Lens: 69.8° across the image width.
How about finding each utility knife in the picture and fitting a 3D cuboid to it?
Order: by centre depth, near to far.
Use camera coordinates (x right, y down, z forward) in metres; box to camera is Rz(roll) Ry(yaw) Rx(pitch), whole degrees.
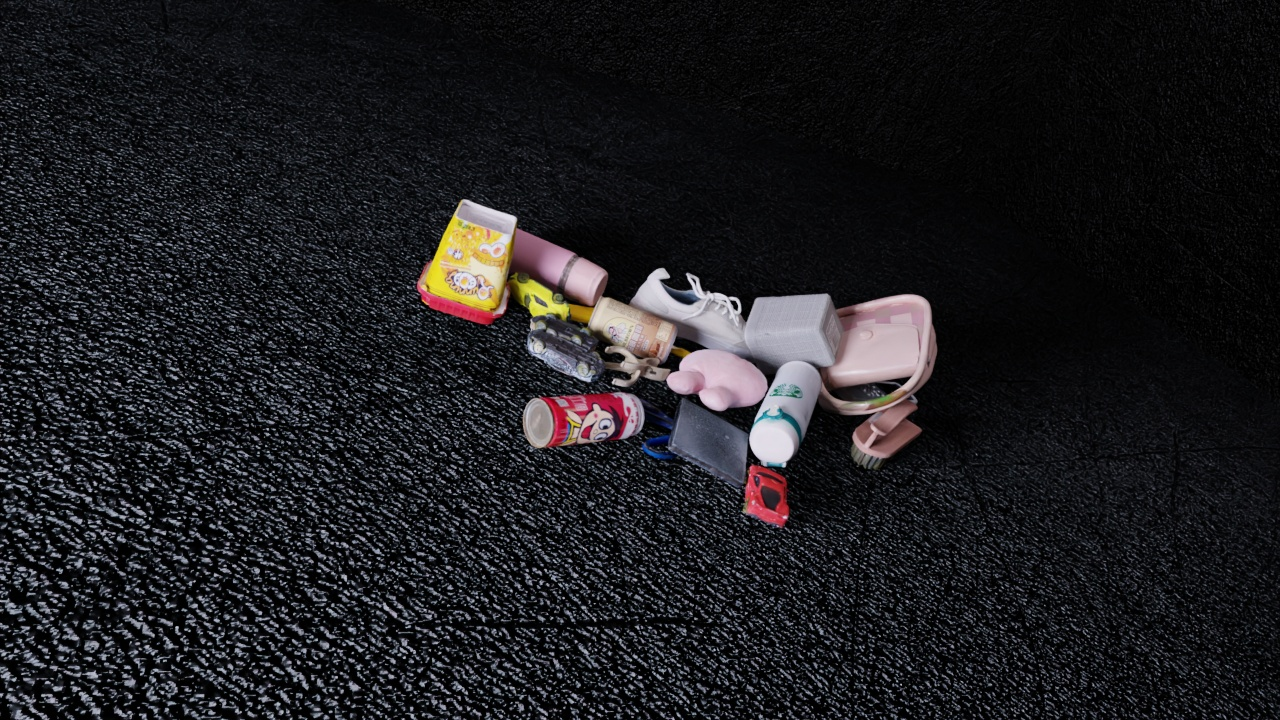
[{"bbox_3d":[-0.052,-0.060,1.307,0.153,0.015,0.033,8,35,-30],"label":"utility knife"}]

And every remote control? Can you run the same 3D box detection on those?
[{"bbox_3d":[0.365,0.051,1.429,0.149,0.021,0.058,3,31,-34],"label":"remote control"}]

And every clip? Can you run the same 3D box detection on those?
[{"bbox_3d":[-0.016,0.001,1.198,0.084,0.035,0.104,34,23,21],"label":"clip"}]

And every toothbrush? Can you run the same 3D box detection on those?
[{"bbox_3d":[0.053,-0.015,1.306,0.191,0.016,0.018,21,14,-4],"label":"toothbrush"}]

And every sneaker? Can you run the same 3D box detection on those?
[{"bbox_3d":[0.101,-0.070,1.355,0.242,0.091,0.089,18,26,-27],"label":"sneaker"}]

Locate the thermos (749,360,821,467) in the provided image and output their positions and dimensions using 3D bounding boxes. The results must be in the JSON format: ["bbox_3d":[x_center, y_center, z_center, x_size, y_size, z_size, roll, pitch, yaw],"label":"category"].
[{"bbox_3d":[0.189,0.065,1.193,0.073,0.073,0.223,27,25,8],"label":"thermos"}]

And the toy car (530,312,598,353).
[{"bbox_3d":[-0.101,-0.032,1.188,0.090,0.035,0.042,26,24,8],"label":"toy car"}]

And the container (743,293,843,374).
[{"bbox_3d":[0.225,-0.040,1.330,0.114,0.090,0.090,-5,44,32],"label":"container"}]

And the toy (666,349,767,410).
[{"bbox_3d":[0.099,0.027,1.215,0.121,0.054,0.159,26,24,24],"label":"toy"}]

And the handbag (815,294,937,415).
[{"bbox_3d":[0.332,0.007,1.327,0.194,0.093,0.233,-12,29,21],"label":"handbag"}]

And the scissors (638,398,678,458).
[{"bbox_3d":[0.046,0.086,1.107,0.162,0.012,0.174,31,24,14],"label":"scissors"}]

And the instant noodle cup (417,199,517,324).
[{"bbox_3d":[-0.214,-0.130,1.182,0.116,0.124,0.116,18,25,-11],"label":"instant noodle cup"}]

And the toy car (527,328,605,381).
[{"bbox_3d":[-0.095,-0.005,1.145,0.105,0.031,0.048,28,25,7],"label":"toy car"}]

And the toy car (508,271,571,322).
[{"bbox_3d":[-0.140,-0.080,1.243,0.105,0.048,0.032,33,60,19],"label":"toy car"}]

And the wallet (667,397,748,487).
[{"bbox_3d":[0.083,0.096,1.089,0.097,0.019,0.120,28,26,-4],"label":"wallet"}]

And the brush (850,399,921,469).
[{"bbox_3d":[0.333,0.098,1.250,0.063,0.073,0.145,36,30,24],"label":"brush"}]

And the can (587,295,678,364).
[{"bbox_3d":[-0.011,-0.041,1.254,0.116,0.059,0.058,23,25,0],"label":"can"}]

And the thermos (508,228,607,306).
[{"bbox_3d":[-0.145,-0.138,1.331,0.198,0.067,0.087,24,-14,7],"label":"thermos"}]

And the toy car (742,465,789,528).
[{"bbox_3d":[0.143,0.149,1.041,0.049,0.031,0.106,23,23,-3],"label":"toy car"}]

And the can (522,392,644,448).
[{"bbox_3d":[-0.060,0.064,1.010,0.132,0.053,0.053,-2,35,-42],"label":"can"}]
